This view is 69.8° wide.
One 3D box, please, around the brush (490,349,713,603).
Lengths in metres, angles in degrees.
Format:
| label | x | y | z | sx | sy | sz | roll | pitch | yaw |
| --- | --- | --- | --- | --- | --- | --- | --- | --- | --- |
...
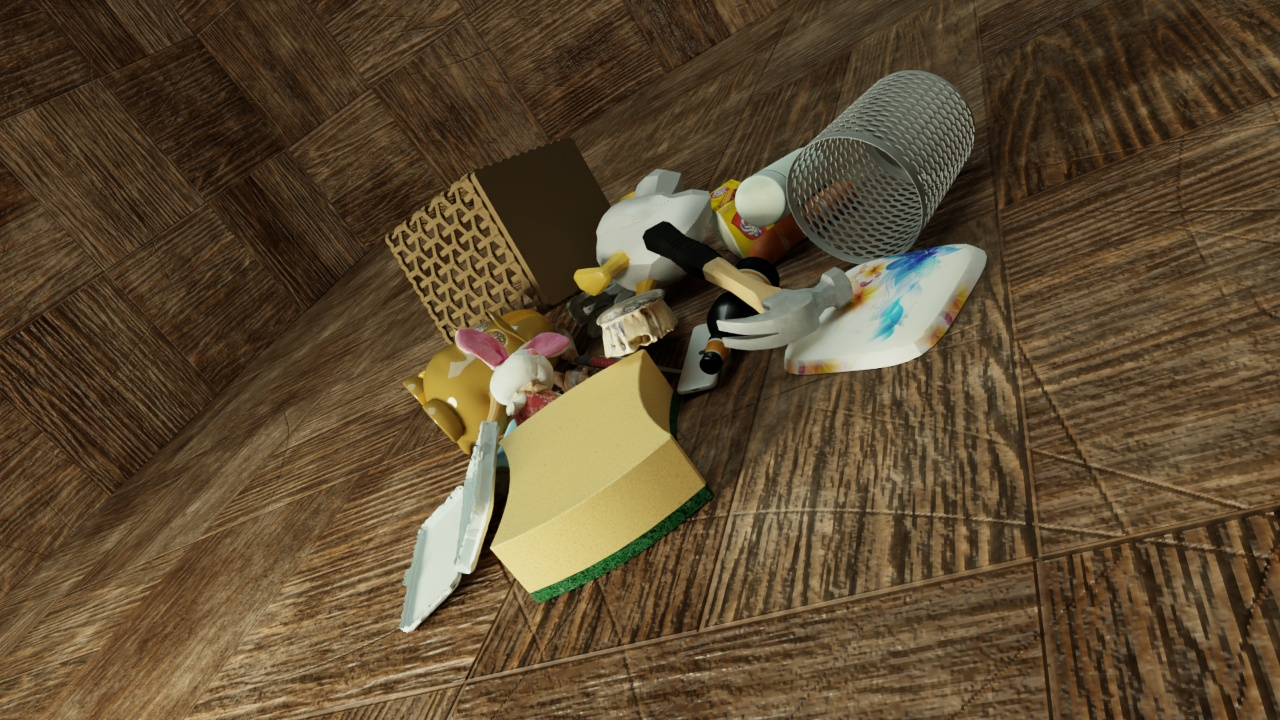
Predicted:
| label | x | y | z | sx | sy | sz | roll | pitch | yaw |
| --- | --- | --- | --- | --- | --- | --- | --- | --- | --- |
| brush | -0.046 | 0.107 | 0.926 | 0.195 | 0.075 | 0.250 | -33 | 22 | 7 |

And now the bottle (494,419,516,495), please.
| label | x | y | z | sx | sy | sz | roll | pitch | yaw |
| --- | --- | --- | --- | --- | --- | --- | --- | --- | --- |
| bottle | -0.154 | 0.117 | 1.113 | 0.040 | 0.040 | 0.129 | -27 | 23 | 20 |

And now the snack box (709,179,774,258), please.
| label | x | y | z | sx | sy | sz | roll | pitch | yaw |
| --- | --- | --- | --- | --- | --- | --- | --- | --- | --- |
| snack box | 0.137 | -0.197 | 1.278 | 0.061 | 0.083 | 0.105 | -34 | 21 | 1 |

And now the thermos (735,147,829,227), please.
| label | x | y | z | sx | sy | sz | roll | pitch | yaw |
| --- | --- | --- | --- | --- | --- | --- | --- | --- | --- |
| thermos | 0.193 | -0.234 | 1.220 | 0.068 | 0.068 | 0.229 | -22 | 9 | 31 |

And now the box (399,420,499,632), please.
| label | x | y | z | sx | sy | sz | roll | pitch | yaw |
| --- | --- | --- | --- | --- | --- | --- | --- | --- | --- |
| box | -0.202 | 0.180 | 1.014 | 0.193 | 0.061 | 0.209 | -62 | 15 | 15 |

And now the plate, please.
| label | x | y | z | sx | sy | sz | roll | pitch | yaw |
| --- | --- | --- | --- | --- | --- | --- | --- | --- | --- |
| plate | 0.240 | -0.055 | 0.922 | 0.187 | 0.016 | 0.186 | -8 | 35 | 50 |

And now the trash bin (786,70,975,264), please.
| label | x | y | z | sx | sy | sz | roll | pitch | yaw |
| --- | --- | --- | --- | --- | --- | --- | --- | --- | --- |
| trash bin | 0.277 | -0.224 | 1.035 | 0.157 | 0.156 | 0.182 | -9 | 31 | 49 |

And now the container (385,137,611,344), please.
| label | x | y | z | sx | sy | sz | roll | pitch | yaw |
| --- | --- | --- | --- | --- | --- | --- | --- | --- | --- |
| container | -0.191 | -0.175 | 1.406 | 0.215 | 0.219 | 0.250 | -25 | 8 | 38 |

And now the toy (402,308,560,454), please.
| label | x | y | z | sx | sy | sz | roll | pitch | yaw |
| --- | --- | --- | --- | --- | --- | --- | --- | --- | --- |
| toy | -0.200 | 0.011 | 1.232 | 0.203 | 0.162 | 0.199 | -42 | 43 | -10 |

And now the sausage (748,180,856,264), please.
| label | x | y | z | sx | sy | sz | roll | pitch | yaw |
| --- | --- | --- | --- | --- | --- | --- | --- | --- | --- |
| sausage | 0.208 | -0.176 | 1.189 | 0.164 | 0.039 | 0.044 | -37 | 19 | -3 |

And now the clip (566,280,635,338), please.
| label | x | y | z | sx | sy | sz | roll | pitch | yaw |
| --- | --- | --- | --- | --- | --- | --- | --- | --- | --- |
| clip | -0.056 | -0.092 | 1.392 | 0.125 | 0.074 | 0.143 | -31 | 16 | 19 |

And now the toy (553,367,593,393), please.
| label | x | y | z | sx | sy | sz | roll | pitch | yaw |
| --- | --- | --- | --- | --- | --- | --- | --- | --- | --- |
| toy | -0.082 | 0.032 | 1.187 | 0.055 | 0.041 | 0.101 | -52 | 27 | 10 |

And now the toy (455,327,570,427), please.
| label | x | y | z | sx | sy | sz | roll | pitch | yaw |
| --- | --- | --- | --- | --- | --- | --- | --- | --- | --- |
| toy | -0.136 | 0.034 | 1.117 | 0.084 | 0.158 | 0.194 | -56 | 46 | 36 |

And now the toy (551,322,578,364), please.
| label | x | y | z | sx | sy | sz | roll | pitch | yaw |
| --- | --- | --- | --- | --- | --- | --- | --- | --- | --- |
| toy | -0.133 | -0.018 | 1.348 | 0.085 | 0.074 | 0.105 | -42 | 14 | 20 |

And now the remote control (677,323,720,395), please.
| label | x | y | z | sx | sy | sz | roll | pitch | yaw |
| --- | --- | --- | --- | --- | --- | --- | --- | --- | --- |
| remote control | 0.074 | -0.006 | 1.064 | 0.045 | 0.008 | 0.146 | -12 | 28 | 20 |

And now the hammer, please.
| label | x | y | z | sx | sy | sz | roll | pitch | yaw |
| --- | --- | --- | --- | --- | --- | --- | --- | --- | --- |
| hammer | 0.091 | -0.099 | 1.038 | 0.131 | 0.039 | 0.328 | -30 | 32 | -12 |

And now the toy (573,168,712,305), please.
| label | x | y | z | sx | sy | sz | roll | pitch | yaw |
| --- | --- | --- | --- | --- | --- | --- | --- | --- | --- |
| toy | 0.016 | -0.184 | 1.306 | 0.247 | 0.141 | 0.266 | -18 | 39 | 53 |

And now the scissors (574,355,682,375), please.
| label | x | y | z | sx | sy | sz | roll | pitch | yaw |
| --- | --- | --- | --- | --- | --- | --- | --- | --- | --- |
| scissors | -0.015 | 0.007 | 1.132 | 0.146 | 0.015 | 0.188 | 1 | 5 | -7 |

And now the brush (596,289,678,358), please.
| label | x | y | z | sx | sy | sz | roll | pitch | yaw |
| --- | --- | --- | --- | --- | --- | --- | --- | --- | --- |
| brush | -0.003 | -0.048 | 1.101 | 0.083 | 0.056 | 0.271 | -21 | 4 | 4 |

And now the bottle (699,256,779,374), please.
| label | x | y | z | sx | sy | sz | roll | pitch | yaw |
| --- | --- | --- | --- | --- | --- | --- | --- | --- | --- |
| bottle | 0.107 | -0.047 | 1.043 | 0.059 | 0.059 | 0.181 | -18 | 28 | 38 |
